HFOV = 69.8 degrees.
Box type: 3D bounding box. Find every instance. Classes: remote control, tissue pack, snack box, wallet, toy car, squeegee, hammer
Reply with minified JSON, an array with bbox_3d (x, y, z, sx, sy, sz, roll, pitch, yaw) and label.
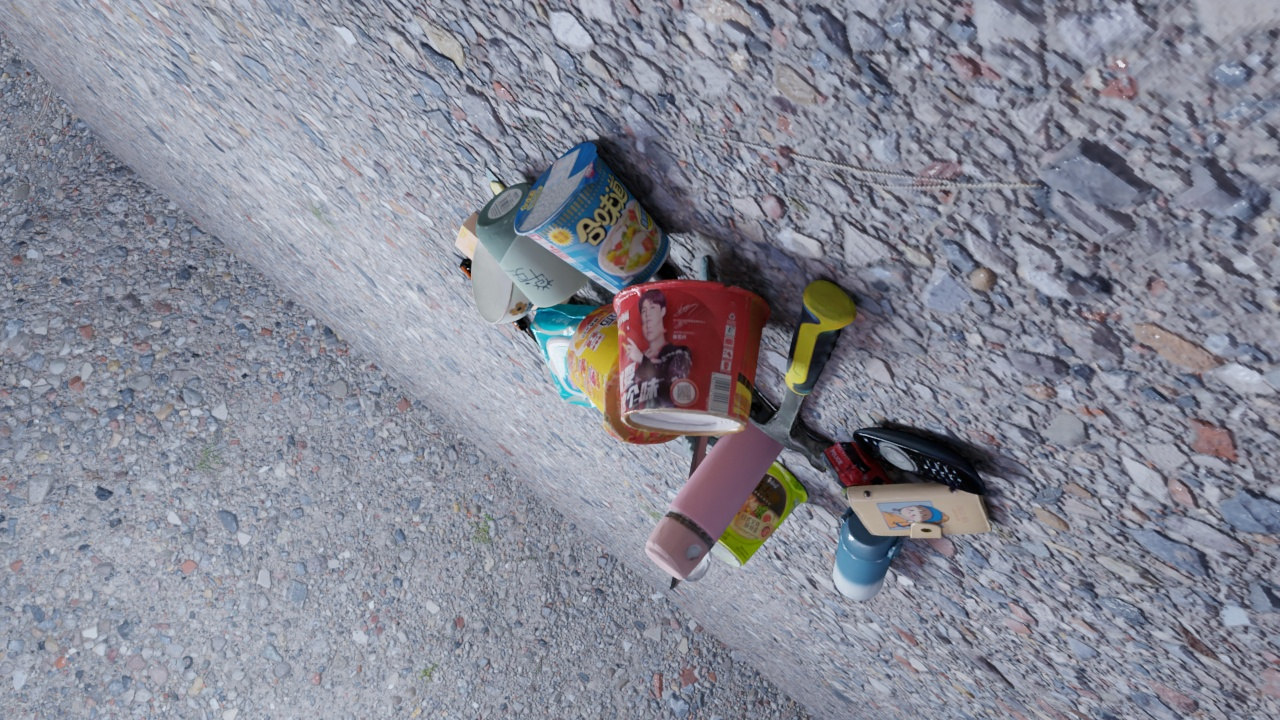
[{"bbox_3d":[0.246,0.083,0.806,0.053,0.024,0.136,48,163,-33],"label":"remote control"},{"bbox_3d":[-0.066,-0.007,1.051,0.093,0.050,0.133,5,130,35],"label":"tissue pack"},{"bbox_3d":[-0.161,-0.113,1.146,0.157,0.026,0.085,40,162,-7],"label":"snack box"},{"bbox_3d":[0.259,0.139,0.848,0.115,0.024,0.087,-8,137,26],"label":"wallet"},{"bbox_3d":[0.223,0.121,0.900,0.120,0.045,0.053,42,-164,-38],"label":"toy car"},{"bbox_3d":[0.072,0.129,1.156,0.040,0.248,0.249,9,-172,-1],"label":"squeegee"},{"bbox_3d":[0.143,0.015,0.834,0.126,0.031,0.324,34,162,15],"label":"hammer"}]

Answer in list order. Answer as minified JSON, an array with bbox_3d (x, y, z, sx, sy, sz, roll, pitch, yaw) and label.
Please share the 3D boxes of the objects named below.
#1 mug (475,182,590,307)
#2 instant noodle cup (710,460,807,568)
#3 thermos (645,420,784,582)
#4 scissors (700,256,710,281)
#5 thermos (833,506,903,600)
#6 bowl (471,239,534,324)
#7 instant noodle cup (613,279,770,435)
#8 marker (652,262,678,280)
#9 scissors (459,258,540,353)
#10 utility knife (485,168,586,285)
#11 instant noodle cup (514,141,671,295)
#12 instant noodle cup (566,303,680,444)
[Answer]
[{"bbox_3d":[-0.096,-0.121,0.918,0.112,0.082,0.106,-14,131,32],"label":"mug"},{"bbox_3d":[0.129,0.189,1.149,0.112,0.123,0.112,35,163,13],"label":"instant noodle cup"},{"bbox_3d":[0.089,0.153,1.018,0.087,0.198,0.067,47,161,-31],"label":"thermos"},{"bbox_3d":[0.062,-0.057,0.851,0.056,0.017,0.133,38,161,22],"label":"scissors"},{"bbox_3d":[0.262,0.225,1.068,0.070,0.070,0.221,32,162,22],"label":"thermos"},{"bbox_3d":[-0.145,-0.098,1.059,0.062,0.113,0.114,0,-173,-33],"label":"bowl"},{"bbox_3d":[0.039,0.003,0.789,0.138,0.108,0.138,4,165,1],"label":"instant noodle cup"},{"bbox_3d":[-0.014,-0.116,0.848,0.132,0.020,0.022,44,-168,-20],"label":"marker"},{"bbox_3d":[-0.190,-0.073,1.335,0.190,0.021,0.229,42,169,8],"label":"scissors"},{"bbox_3d":[-0.116,-0.142,0.999,0.166,0.018,0.031,45,158,-23],"label":"utility knife"},{"bbox_3d":[-0.035,-0.113,0.786,0.110,0.099,0.099,40,165,-28],"label":"instant noodle cup"},{"bbox_3d":[-0.006,0.006,0.963,0.110,0.138,0.138,32,164,50],"label":"instant noodle cup"}]
